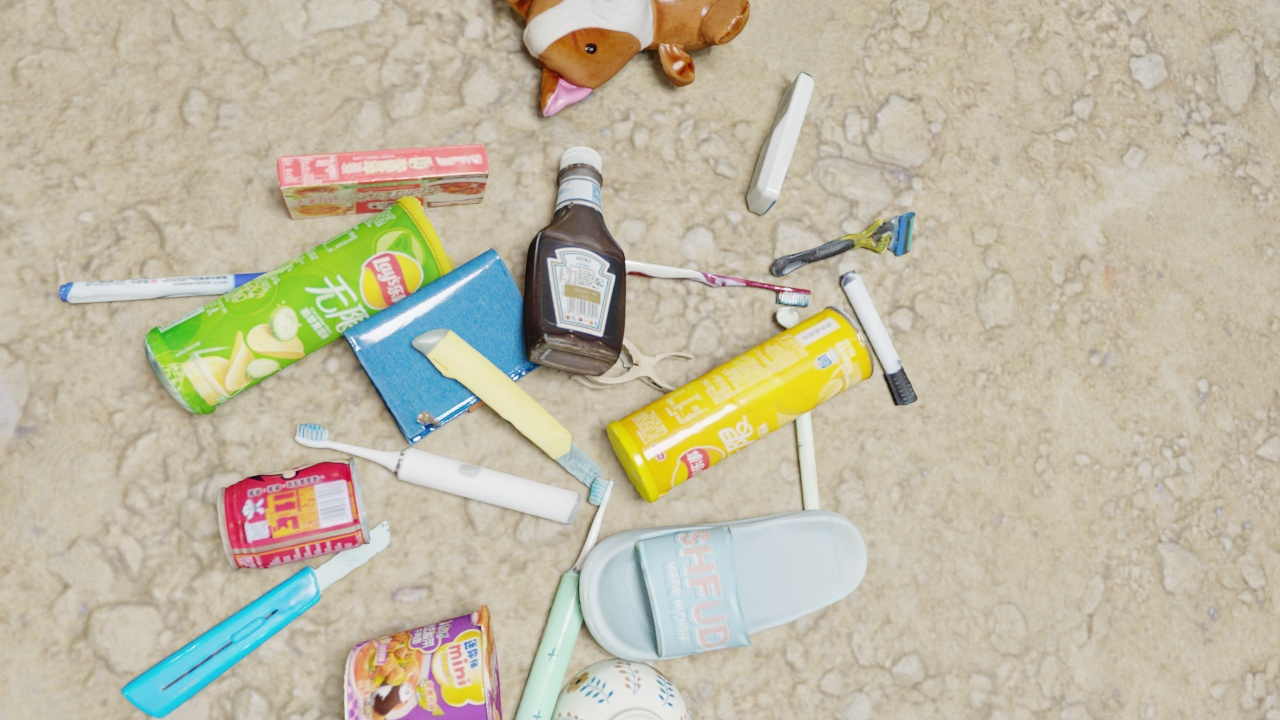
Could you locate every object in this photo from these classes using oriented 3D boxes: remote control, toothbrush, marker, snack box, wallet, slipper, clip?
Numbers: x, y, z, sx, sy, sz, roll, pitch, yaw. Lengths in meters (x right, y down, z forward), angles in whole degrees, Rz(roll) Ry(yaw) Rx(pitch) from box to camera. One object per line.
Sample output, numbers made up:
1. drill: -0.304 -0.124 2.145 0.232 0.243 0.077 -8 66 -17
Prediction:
1. remote control: 0.124 -0.192 0.816 0.024 0.049 0.124 21 75 -7
2. toothbrush: -0.058 0.198 0.710 0.027 0.026 0.224 16 76 8
3. toothbrush: 0.060 -0.067 0.795 0.187 0.016 0.017 8 88 -13
4. marker: -0.353 -0.055 0.688 0.145 0.017 0.017 -5 81 -15
5. marker: 0.212 -0.020 0.822 0.022 0.018 0.130 -26 87 -8
6. snack box: -0.197 -0.138 0.712 0.152 0.075 0.025 -8 82 -16
7. wallet: -0.144 -0.010 0.706 0.133 0.040 0.106 -33 113 -16
8. toothbrush: -0.154 0.086 0.707 0.221 0.026 0.026 17 114 -10
9. slipper: 0.073 0.175 0.716 0.245 0.074 0.104 -8 93 -17
10. toothbrush: 0.138 0.048 0.791 0.029 0.020 0.189 2 79 -47
11. clip: -0.006 -0.007 0.758 0.104 0.035 0.080 -6 82 -20

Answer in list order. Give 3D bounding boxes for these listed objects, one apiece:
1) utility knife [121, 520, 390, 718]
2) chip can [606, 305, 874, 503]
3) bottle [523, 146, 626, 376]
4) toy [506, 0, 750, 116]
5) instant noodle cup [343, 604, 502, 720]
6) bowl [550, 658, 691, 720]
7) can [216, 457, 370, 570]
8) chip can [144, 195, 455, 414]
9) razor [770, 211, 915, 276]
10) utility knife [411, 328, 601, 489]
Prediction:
1. utility knife: -0.269 0.183 0.665 0.206 0.018 0.034 -35 89 -19
2. chip can: 0.080 0.033 0.739 0.213 0.072 0.072 -29 88 -10
3. bottle: -0.050 -0.085 0.732 0.079 0.044 0.194 13 60 -23
4. toy: -0.011 -0.293 0.770 0.199 0.130 0.140 -18 90 -7
5. instant noodle cup: -0.150 0.235 0.644 0.099 0.112 0.111 -6 81 -5
6. bowl: -0.011 0.286 0.688 0.113 0.062 0.113 2 80 -12
7. can: -0.247 0.110 0.658 0.093 0.067 0.066 -11 83 -16
8. chip can: -0.250 -0.041 0.682 0.221 0.073 0.072 -32 89 -17
9. razor: 0.181 -0.101 0.829 0.142 0.022 0.043 -17 128 -13
10. utility knife: -0.094 0.040 0.706 0.195 0.020 0.031 43 81 -19
